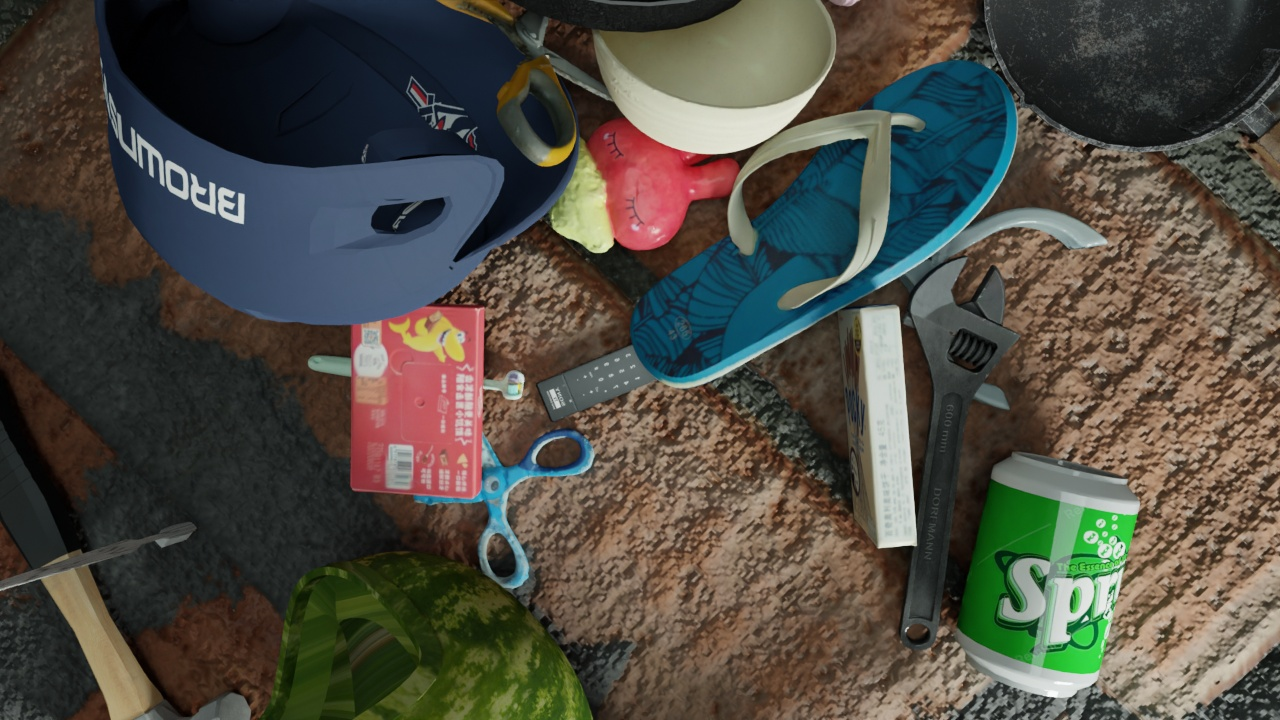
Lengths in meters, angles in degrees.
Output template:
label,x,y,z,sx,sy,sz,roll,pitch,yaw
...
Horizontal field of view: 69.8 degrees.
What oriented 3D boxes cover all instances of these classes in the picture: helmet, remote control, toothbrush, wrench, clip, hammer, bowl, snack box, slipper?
label,x,y,z,sx,sy,sz,roll,pitch,yaw
helmet,-0.168,-0.136,0.551,0.271,0.224,0.232,-31,78,-26
remote control,-0.004,0.004,0.642,0.140,0.009,0.030,-22,91,5
toothbrush,-0.346,0.127,0.586,0.010,0.181,0.010,42,97,6
wrench,0.199,0.067,0.609,0.073,0.018,0.273,5,103,5
clip,0.237,-0.051,0.614,0.165,0.032,0.164,-18,91,4
helmet,-0.137,0.250,0.553,0.214,0.246,0.243,-30,115,36
toothbrush,-0.160,0.010,0.650,0.155,0.015,0.022,6,68,3
hammer,-0.415,0.158,0.665,0.131,0.039,0.328,-28,90,6
bowl,0.040,-0.187,0.585,0.150,0.075,0.150,4,58,-7
snack box,-0.154,0.026,0.632,0.089,0.021,0.133,3,98,4
slipper,0.113,-0.089,0.586,0.295,0.060,0.118,-37,65,7
snack box,0.153,0.039,0.597,0.026,0.082,0.150,-5,92,4

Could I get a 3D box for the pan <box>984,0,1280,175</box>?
label,x,y,z,sx,sy,sz,roll,pitch,yaw
pan,0.374,-0.178,0.594,0.208,0.040,0.357,-42,91,5

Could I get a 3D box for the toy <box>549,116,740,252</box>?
label,x,y,z,sx,sy,sz,roll,pitch,yaw
toy,0.000,-0.120,0.617,0.135,0.045,0.091,-13,87,-3

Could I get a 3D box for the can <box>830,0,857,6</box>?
label,x,y,z,sx,sy,sz,roll,pitch,yaw
can,0.144,-0.278,0.589,0.076,0.067,0.067,-39,90,4

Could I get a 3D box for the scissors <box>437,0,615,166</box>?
label,x,y,z,sx,sy,sz,roll,pitch,yaw
scissors,-0.076,-0.184,0.538,0.016,0.225,0.229,-42,46,28

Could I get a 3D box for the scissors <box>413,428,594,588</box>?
label,x,y,z,sx,sy,sz,roll,pitch,yaw
scissors,-0.092,0.091,0.653,0.140,0.011,0.134,-23,90,5

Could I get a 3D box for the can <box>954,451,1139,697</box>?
label,x,y,z,sx,sy,sz,roll,pitch,yaw
can,0.260,0.135,0.592,0.088,0.087,0.140,12,94,3

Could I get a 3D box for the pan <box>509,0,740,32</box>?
label,x,y,z,sx,sy,sz,roll,pitch,yaw
pan,-0.057,-0.340,0.584,0.224,0.034,0.356,-29,71,-22
